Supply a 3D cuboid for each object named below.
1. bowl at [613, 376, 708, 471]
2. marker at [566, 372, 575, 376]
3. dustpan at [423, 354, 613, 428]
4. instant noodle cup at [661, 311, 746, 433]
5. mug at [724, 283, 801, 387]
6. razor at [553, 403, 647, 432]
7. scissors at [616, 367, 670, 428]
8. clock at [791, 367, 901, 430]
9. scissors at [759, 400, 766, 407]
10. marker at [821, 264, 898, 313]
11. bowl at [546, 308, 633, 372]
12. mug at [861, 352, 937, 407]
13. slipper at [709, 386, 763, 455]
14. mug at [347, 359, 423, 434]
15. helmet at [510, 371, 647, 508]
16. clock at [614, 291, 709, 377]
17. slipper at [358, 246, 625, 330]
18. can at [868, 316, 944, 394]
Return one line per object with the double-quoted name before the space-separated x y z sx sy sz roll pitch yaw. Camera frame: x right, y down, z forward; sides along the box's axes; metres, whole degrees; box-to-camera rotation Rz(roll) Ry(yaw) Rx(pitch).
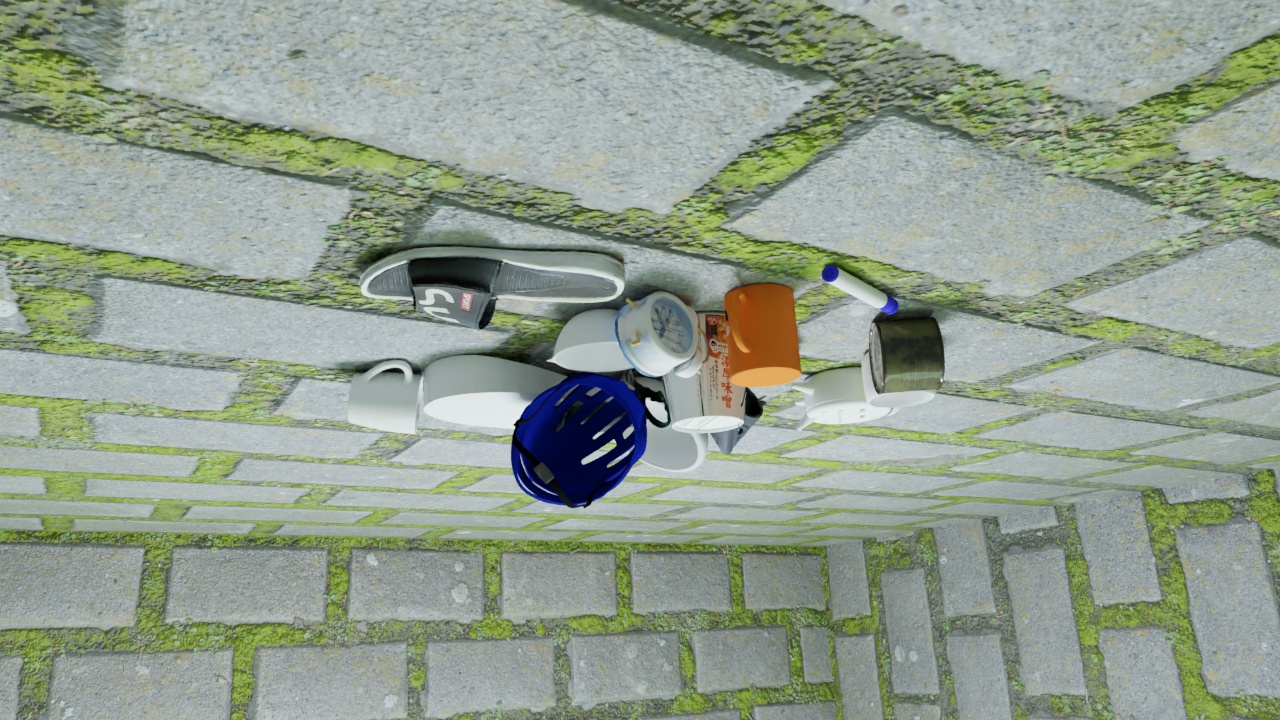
"bowl" 0.026 0.081 1.333 0.177 0.066 0.177 23 145 17
"marker" -0.139 0.038 1.325 0.011 0.011 0.152 13 157 -41
"dustpan" -0.171 0.046 1.276 0.257 0.053 0.192 8 160 -32
"instant noodle cup" 0.077 0.019 1.108 0.123 0.121 0.124 -2 163 -1
"mug" 0.126 -0.031 1.000 0.078 0.095 0.112 -12 160 28
"razor" -0.061 0.081 1.250 0.143 0.047 0.052 -6 139 -2
"scissors" -0.009 0.001 1.158 0.015 0.137 0.210 -13 -164 -19
"clock" 0.309 0.061 1.356 0.161 0.072 0.125 -6 162 11
"scissors" 0.155 0.083 1.498 0.126 0.019 0.154 -9 163 25
"marker" 0.241 -0.077 1.002 0.020 0.020 0.141 -17 158 38
"bowl" -0.044 -0.027 1.063 0.114 0.050 0.115 -2 163 -1
"mug" 0.358 0.021 1.246 0.115 0.068 0.094 7 160 -27
"slipper" 0.119 0.053 1.297 0.083 0.110 0.268 -33 162 -5
"mug" -0.339 0.042 1.222 0.087 0.080 0.114 7 130 -9
"helmet" -0.095 0.114 1.111 0.242 0.148 0.227 -41 180 32
"clock" 0.030 -0.027 1.015 0.125 0.088 0.052 14 149 -41
"slipper" -0.145 -0.066 0.912 0.263 0.063 0.111 -2 163 -10
"can" 0.324 -0.006 1.119 0.074 0.089 0.090 -5 163 5
